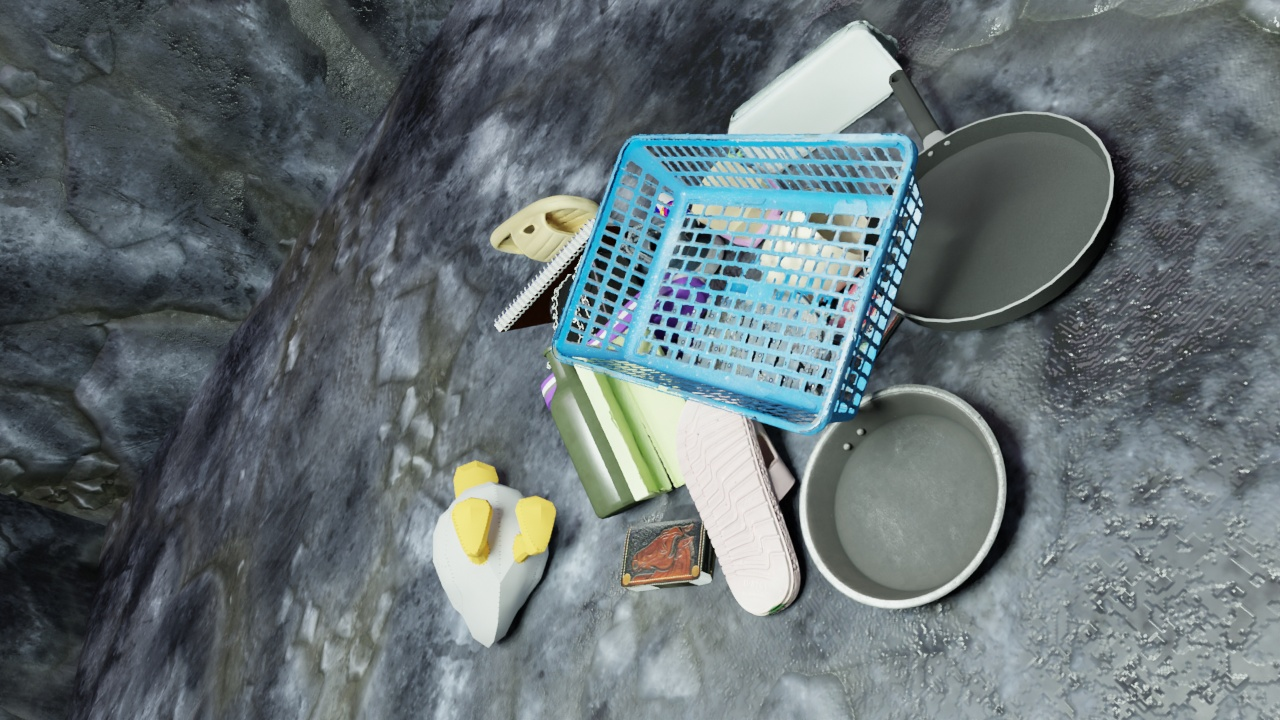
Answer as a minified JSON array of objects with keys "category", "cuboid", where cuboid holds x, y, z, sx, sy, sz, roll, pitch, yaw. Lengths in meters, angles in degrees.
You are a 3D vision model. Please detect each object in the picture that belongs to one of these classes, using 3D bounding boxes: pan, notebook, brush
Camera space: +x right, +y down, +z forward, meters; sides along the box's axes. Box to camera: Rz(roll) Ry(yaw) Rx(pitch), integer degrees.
[{"category":"pan","cuboid":[0.302,-0.174,0.875,0.226,0.034,0.355,-32,43,23]},{"category":"notebook","cuboid":[-0.097,-0.120,1.284,0.210,0.171,0.022,-44,80,22]},{"category":"pan","cuboid":[0.180,0.063,0.824,0.187,0.055,0.356,-51,42,16]},{"category":"brush","cuboid":[0.142,-0.174,1.088,0.089,0.043,0.229,-61,36,10]}]

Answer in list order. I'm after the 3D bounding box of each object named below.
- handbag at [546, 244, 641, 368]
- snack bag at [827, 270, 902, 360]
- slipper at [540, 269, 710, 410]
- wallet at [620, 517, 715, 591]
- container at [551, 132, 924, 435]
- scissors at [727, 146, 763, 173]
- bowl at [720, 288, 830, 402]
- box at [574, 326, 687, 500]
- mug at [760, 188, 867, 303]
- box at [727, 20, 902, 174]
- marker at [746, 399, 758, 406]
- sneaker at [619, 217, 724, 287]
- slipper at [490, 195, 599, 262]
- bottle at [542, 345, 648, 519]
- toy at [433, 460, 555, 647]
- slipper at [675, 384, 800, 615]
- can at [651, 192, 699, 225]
[{"category":"handbag","cuboid":[-0.073,-0.068,1.179,0.154,0.114,0.125,-44,60,60]},{"category":"snack bag","cuboid":[0.247,-0.074,0.912,0.155,0.018,0.074,-58,35,6]},{"category":"slipper","cuboid":[-0.007,0.006,1.110,0.267,0.107,0.084,-39,62,29]},{"category":"wallet","cuboid":[0.029,0.206,0.979,0.123,0.019,0.072,-19,55,45]},{"category":"container","cuboid":[0.089,-0.080,0.876,0.363,0.089,0.257,16,85,47]},{"category":"scissors","cuboid":[0.108,-0.234,1.213,0.171,0.024,0.160,-56,40,13]},{"category":"bowl","cuboid":[0.147,-0.012,0.938,0.118,0.062,0.118,-9,76,38]},{"category":"box","cuboid":[-0.006,0.055,1.008,0.092,0.083,0.188,-39,72,36]},{"category":"mug","cuboid":[0.177,-0.119,0.963,0.100,0.096,0.120,-53,29,42]},{"category":"box","cuboid":[0.201,-0.299,1.070,0.216,0.122,0.083,-31,66,43]},{"category":"marker","cuboid":[0.104,0.072,0.979,0.023,0.027,0.133,14,79,55]},{"category":"sneaker","cuboid":[0.006,-0.134,1.204,0.236,0.087,0.089,-13,55,47]},{"category":"slipper","cuboid":[-0.153,-0.193,1.457,0.262,0.111,0.079,-12,78,53]},{"category":"bottle","cuboid":[-0.058,0.076,1.059,0.072,0.071,0.206,-34,75,33]},{"category":"toy","cuboid":[-0.193,0.231,1.155,0.268,0.140,0.246,136,133,-64]},{"category":"slipper","cuboid":[0.104,0.131,0.904,0.094,0.064,0.239,-37,57,34]},{"category":"can","cuboid":[0.045,-0.199,1.238,0.032,0.032,0.095,-53,35,10]}]
